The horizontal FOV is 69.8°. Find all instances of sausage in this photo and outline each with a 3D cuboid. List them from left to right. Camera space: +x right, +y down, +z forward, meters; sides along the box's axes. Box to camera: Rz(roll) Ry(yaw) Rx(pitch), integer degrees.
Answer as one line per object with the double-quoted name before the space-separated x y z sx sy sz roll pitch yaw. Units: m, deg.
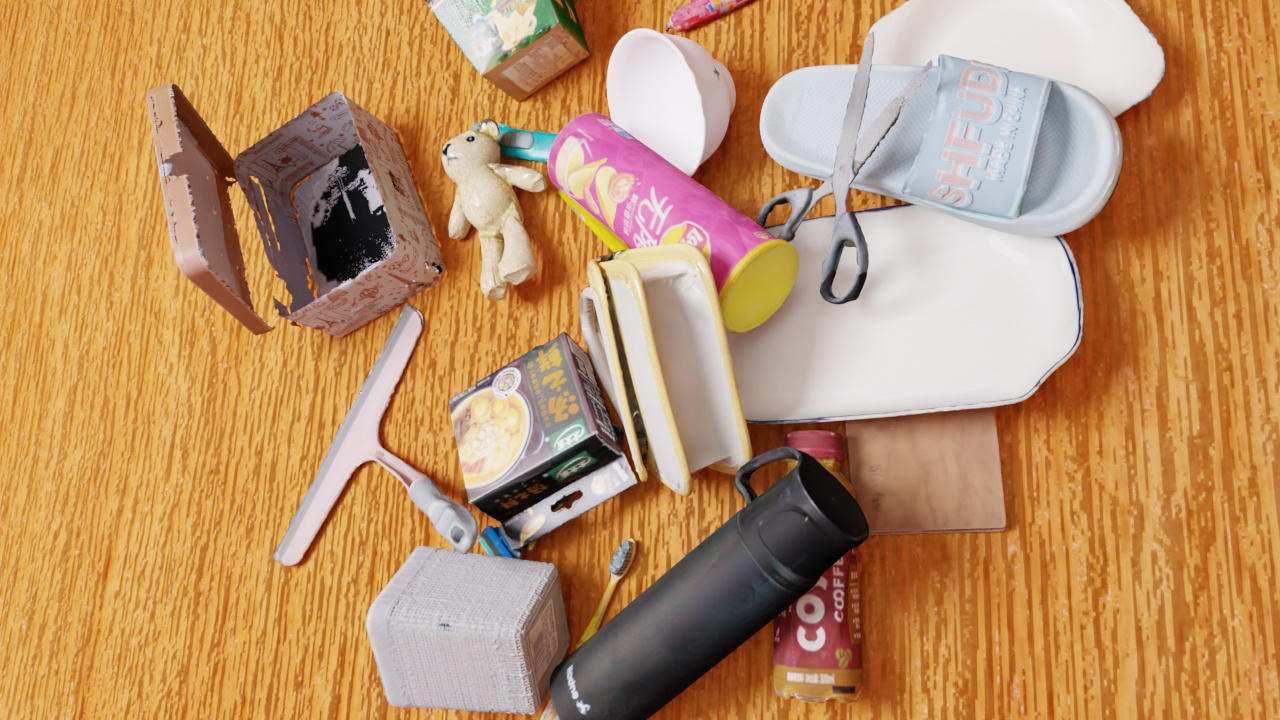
"sausage" 0.090 -0.305 0.747 0.156 0.020 0.020 -23 71 14

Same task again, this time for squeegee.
"squeegee" -0.177 0.097 0.712 0.250 0.040 0.247 23 84 51

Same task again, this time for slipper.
"slipper" 0.190 -0.156 0.612 0.246 0.074 0.104 18 88 28

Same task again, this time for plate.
"plate" 0.160 -0.029 0.640 0.266 0.034 0.161 -7 63 18
"plate" 0.261 -0.211 0.657 0.164 0.034 0.163 -31 70 12

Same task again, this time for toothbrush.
"toothbrush" -0.046 0.220 0.680 0.016 0.018 0.191 23 87 24
"toothbrush" -0.018 -0.090 0.716 0.016 0.016 0.190 -42 54 3

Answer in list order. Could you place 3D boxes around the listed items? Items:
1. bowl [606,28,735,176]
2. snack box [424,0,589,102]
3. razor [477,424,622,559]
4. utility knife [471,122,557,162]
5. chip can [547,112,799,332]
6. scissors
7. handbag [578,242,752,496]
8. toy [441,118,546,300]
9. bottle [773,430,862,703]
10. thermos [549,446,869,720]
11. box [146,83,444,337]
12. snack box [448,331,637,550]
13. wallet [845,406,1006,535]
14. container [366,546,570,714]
"bowl" 0.034 -0.202 0.713 0.064 0.119 0.118 -27 65 -30
"snack box" -0.108 -0.289 0.775 0.118 0.117 0.105 -29 82 14
"razor" -0.064 0.103 0.710 0.143 0.022 0.042 -46 56 1
"utility knife" -0.081 -0.184 0.784 0.157 0.013 0.029 12 91 21
"chip can" 0.017 -0.107 0.673 0.071 0.071 0.210 -49 57 3
"scissors" 0.134 -0.120 0.614 0.160 0.014 0.175 -13 87 45
"handbag" -0.004 0.004 0.656 0.063 0.179 0.163 -18 102 -24
"toy" -0.126 -0.123 0.759 0.105 0.066 0.157 -31 65 30
"bottle" 0.118 0.136 0.618 0.057 0.057 0.174 -3 77 19
"thermos" 0.037 0.155 0.606 0.243 0.068 0.090 -46 42 23
"box" -0.296 -0.135 0.753 0.157 0.193 0.183 -28 70 11
"snack box" -0.078 0.060 0.699 0.113 0.053 0.125 -31 51 11
"wallet" 0.194 0.061 0.630 0.101 0.020 0.115 -7 79 19
"container" -0.118 0.195 0.662 0.114 0.090 0.090 1 115 16
